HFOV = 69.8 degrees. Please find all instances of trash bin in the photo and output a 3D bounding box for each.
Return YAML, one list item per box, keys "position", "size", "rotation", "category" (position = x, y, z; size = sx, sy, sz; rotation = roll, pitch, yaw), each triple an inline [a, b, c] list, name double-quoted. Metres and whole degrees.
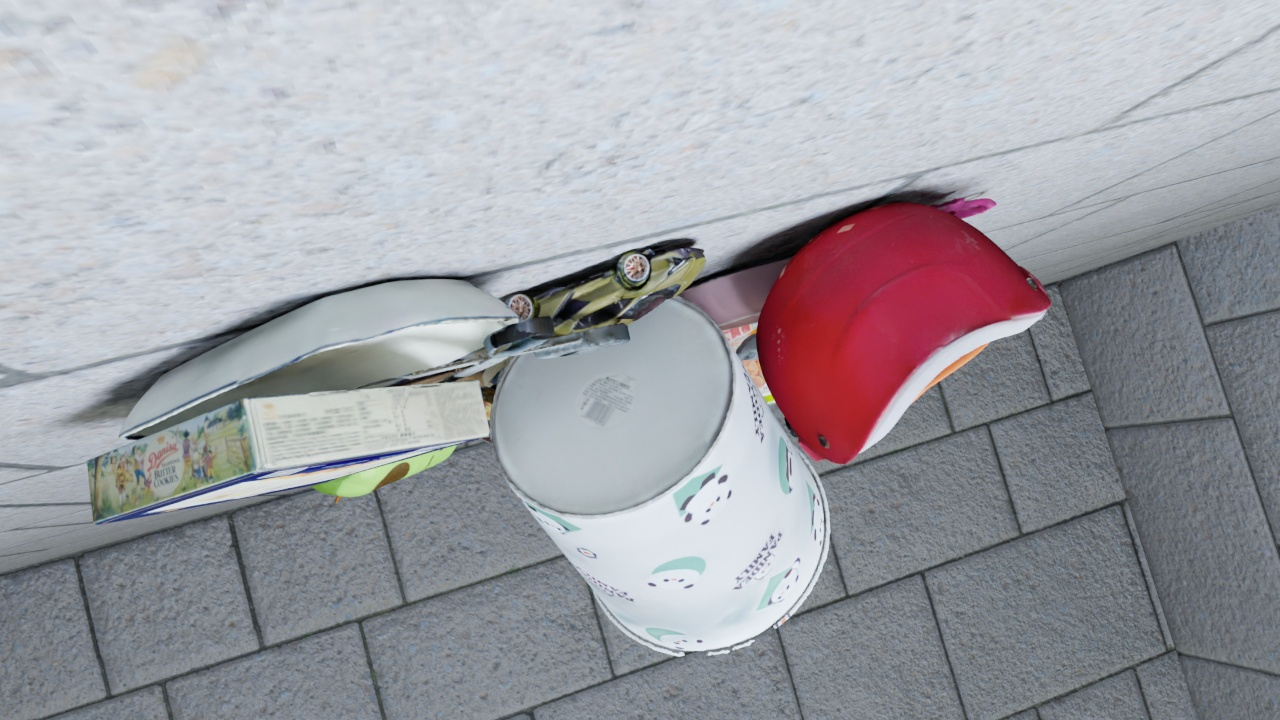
- position: [0.017, 0.087, 0.732]
  size: [0.230, 0.229, 0.252]
  rotation: [-17, 144, 11]
  category: "trash bin"

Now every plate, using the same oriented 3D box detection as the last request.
- position: [0.114, -0.060, 0.852]
  size: [0.192, 0.039, 0.192]
  rotation: [-15, 177, -1]
  category: "plate"
- position: [-0.196, 0.000, 0.554]
  size: [0.266, 0.034, 0.161]
  rotation: [-19, 175, 33]
  category: "plate"

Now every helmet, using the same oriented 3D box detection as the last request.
- position: [0.175, -0.034, 0.702]
  size: [0.207, 0.144, 0.240]
  rotation: [-39, 174, 4]
  category: "helmet"

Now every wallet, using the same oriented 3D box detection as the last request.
- position: [-0.196, 0.025, 0.896]
  size: [0.090, 0.033, 0.115]
  rotation: [-16, 172, 7]
  category: "wallet"

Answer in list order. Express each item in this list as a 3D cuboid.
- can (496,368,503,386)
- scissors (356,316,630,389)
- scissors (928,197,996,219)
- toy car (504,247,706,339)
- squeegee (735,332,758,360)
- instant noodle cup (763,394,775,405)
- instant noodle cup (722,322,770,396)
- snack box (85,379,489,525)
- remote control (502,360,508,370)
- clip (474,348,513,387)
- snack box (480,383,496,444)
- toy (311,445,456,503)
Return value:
- position: [-0.103, 0.024, 1.026]
  size: [0.058, 0.058, 0.146]
  rotation: [-17, 175, 18]
  category: "can"
- position: [-0.089, -0.003, 0.581]
  size: [0.159, 0.014, 0.179]
  rotation: [-7, 173, -34]
  category: "scissors"
- position: [0.233, -0.116, 0.764]
  size: [0.118, 0.017, 0.133]
  rotation: [-14, 180, -23]
  category: "scissors"
- position: [-0.027, -0.040, 0.622]
  size: [0.158, 0.042, 0.070]
  rotation: [-20, 175, 22]
  category: "toy car"
- position: [0.163, -0.018, 0.928]
  size: [0.249, 0.040, 0.248]
  rotation: [-3, 137, -49]
  category: "squeegee"
- position: [0.170, -0.012, 1.128]
  size: [0.111, 0.123, 0.112]
  rotation: [-16, 176, -1]
  category: "instant noodle cup"
- position: [0.080, -0.001, 1.019]
  size: [0.151, 0.111, 0.151]
  rotation: [-16, 175, -1]
  category: "instant noodle cup"
- position: [-0.225, 0.057, 0.598]
  size: [0.183, 0.045, 0.177]
  rotation: [-16, 174, 32]
  category: "snack box"
- position: [-0.088, 0.009, 0.948]
  size: [0.024, 0.049, 0.124]
  rotation: [-23, 172, 38]
  category: "remote control"
- position: [-0.117, -0.006, 0.781]
  size: [0.070, 0.034, 0.100]
  rotation: [-13, 170, -27]
  category: "clip"
- position: [-0.149, 0.068, 1.026]
  size: [0.126, 0.053, 0.113]
  rotation: [22, -172, 13]
  category: "snack box"
- position: [-0.296, 0.099, 1.032]
  size: [0.228, 0.090, 0.246]
  rotation: [-37, 168, 31]
  category: "toy"
